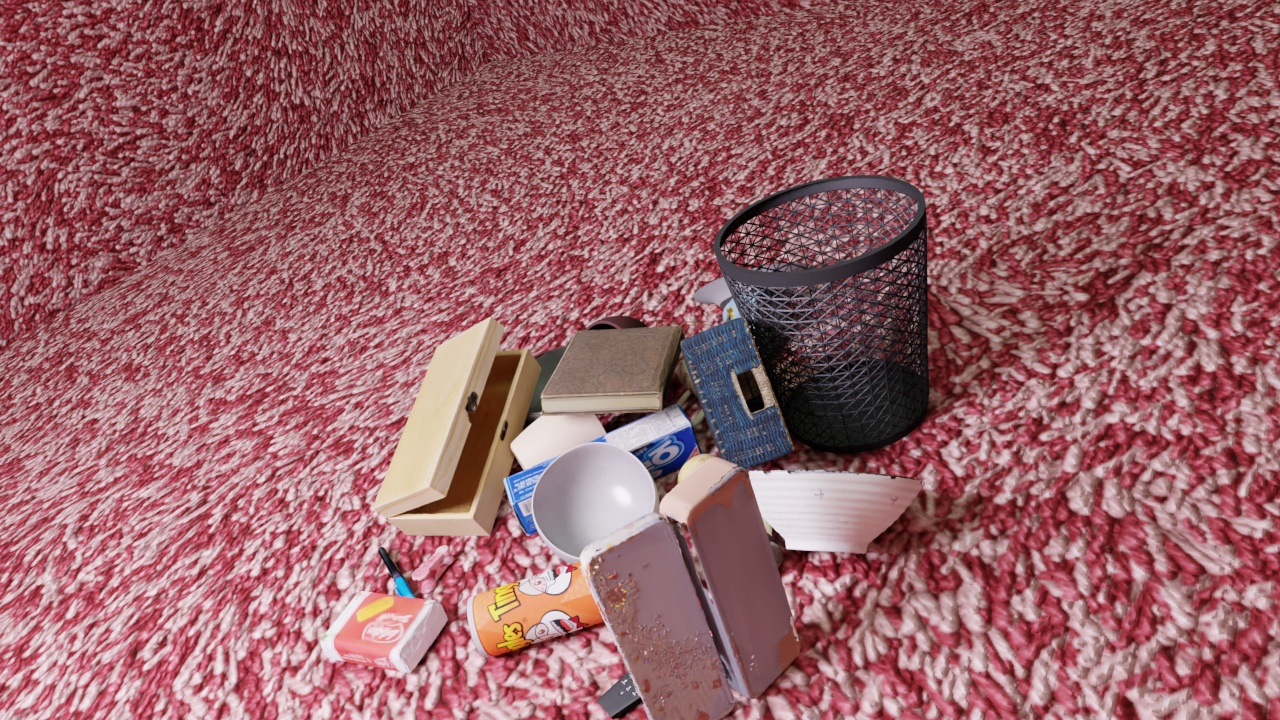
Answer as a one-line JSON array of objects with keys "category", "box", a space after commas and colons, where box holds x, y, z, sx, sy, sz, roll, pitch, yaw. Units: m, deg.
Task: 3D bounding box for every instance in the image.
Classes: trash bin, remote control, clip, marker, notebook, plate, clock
[{"category": "trash bin", "box": [0.215, -0.043, 1.005, 0.217, 0.243, 0.216, -15, 30, 9]}, {"category": "remote control", "box": [0.017, 0.278, 0.829, 0.124, 0.010, 0.039, -32, 32, -21]}, {"category": "clip", "box": [-0.231, 0.239, 1.037, 0.022, 0.038, 0.058, 0, 36, 36]}, {"category": "marker", "box": [-0.280, 0.246, 1.048, 0.015, 0.018, 0.123, -29, 31, -20]}, {"category": "notebook", "box": [-0.009, 0.007, 1.124, 0.190, 0.034, 0.215, -4, 22, 11]}, {"category": "plate", "box": [0.160, -0.096, 1.268, 0.173, 0.019, 0.173, -11, -11, -2]}, {"category": "clock", "box": [0.144, -0.044, 1.200, 0.052, 0.089, 0.124, 0, 19, 37]}]

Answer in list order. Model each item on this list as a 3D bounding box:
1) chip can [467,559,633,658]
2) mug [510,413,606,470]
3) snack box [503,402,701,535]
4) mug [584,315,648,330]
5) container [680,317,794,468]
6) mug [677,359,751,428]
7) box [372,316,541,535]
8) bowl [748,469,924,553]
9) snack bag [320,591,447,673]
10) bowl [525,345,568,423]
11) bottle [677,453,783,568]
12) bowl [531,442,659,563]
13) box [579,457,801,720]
[{"category": "chip can", "box": [-0.060, 0.230, 0.900, 0.210, 0.062, 0.062, -18, 30, 2]}, {"category": "mug", "box": [-0.103, 0.103, 1.132, 0.104, 0.085, 0.111, -32, 4, -13]}, {"category": "snack box", "box": [-0.043, 0.126, 1.068, 0.226, 0.059, 0.059, -24, 33, -6]}, {"category": "mug", "box": [-0.033, -0.020, 1.296, 0.114, 0.087, 0.088, -34, -2, 36]}, {"category": "container", "box": [0.098, 0.034, 0.984, 0.071, 0.145, 0.187, -21, 0, 3]}, {"category": "mug", "box": [0.084, 0.039, 1.141, 0.122, 0.081, 0.097, -53, 28, -3]}, {"category": "box", "box": [-0.233, 0.078, 1.129, 0.141, 0.123, 0.248, -2, 51, 21]}, {"category": "bowl", "box": [0.176, 0.145, 0.865, 0.178, 0.177, 0.070, -2, 78, 27]}, {"category": "snack bag", "box": [-0.269, 0.283, 0.963, 0.116, 0.036, 0.076, -1, 34, 29]}, {"category": "bowl", "box": [-0.108, 0.045, 1.238, 0.151, 0.057, 0.150, -15, 33, 10]}, {"category": "bottle", "box": [0.092, 0.157, 0.937, 0.056, 0.056, 0.162, -25, 30, -9]}, {"category": "bowl", "box": [-0.045, 0.160, 0.984, 0.132, 0.064, 0.131, -4, 60, 6]}, {"category": "box", "box": [0.044, 0.199, 0.738, 0.153, 0.217, 0.058, -33, 31, -25]}]
